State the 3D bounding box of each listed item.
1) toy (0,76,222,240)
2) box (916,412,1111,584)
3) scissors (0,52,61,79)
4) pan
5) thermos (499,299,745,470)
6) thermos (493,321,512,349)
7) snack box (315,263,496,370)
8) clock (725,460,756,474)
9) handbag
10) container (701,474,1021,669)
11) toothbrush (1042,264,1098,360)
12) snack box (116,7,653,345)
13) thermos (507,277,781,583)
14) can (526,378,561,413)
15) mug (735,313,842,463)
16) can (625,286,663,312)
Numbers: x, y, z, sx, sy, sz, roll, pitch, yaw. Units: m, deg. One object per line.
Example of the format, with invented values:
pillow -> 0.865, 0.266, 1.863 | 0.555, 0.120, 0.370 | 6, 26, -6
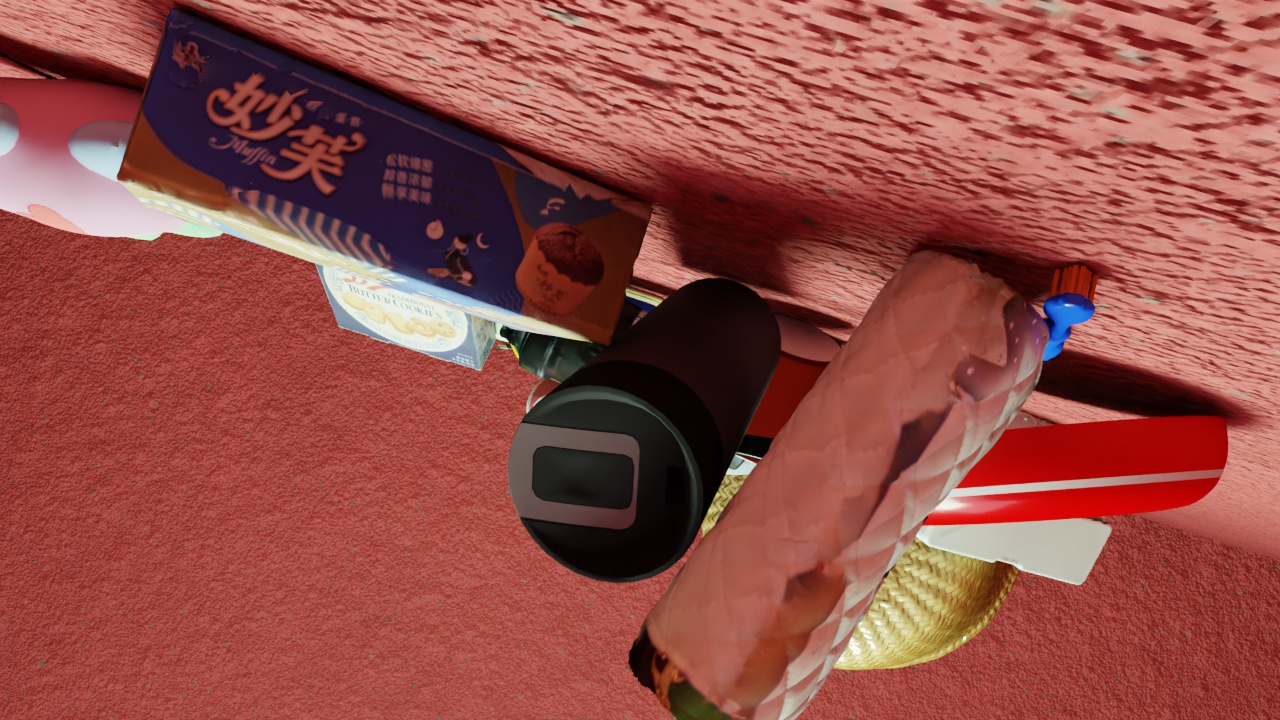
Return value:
toy -> -0.353, -0.126, 0.547 | 0.223, 0.120, 0.171 | 7, 176, 34
box -> 0.341, 0.119, 0.808 | 0.197, 0.134, 0.041 | 18, -174, -25
scissors -> -0.332, -0.164, 0.616 | 0.121, 0.012, 0.171 | 17, 174, 15
pan -> 0.156, 0.067, 0.552 | 0.356, 0.067, 0.209 | -5, 171, 2
thermos -> -0.004, 0.004, 0.732 | 0.221, 0.098, 0.098 | 29, 178, -1
thermos -> -0.166, -0.066, 0.864 | 0.231, 0.082, 0.082 | 17, 178, 8
snack box -> -0.201, -0.066, 0.782 | 0.144, 0.042, 0.145 | 17, 147, 10
clock -> 0.100, 0.038, 0.846 | 0.122, 0.159, 0.045 | 31, 147, 38
handbag -> 0.083, 0.056, 0.372 | 0.072, 0.195, 0.138 | 36, -176, 16
container -> 0.222, 0.166, 0.946 | 0.307, 0.307, 0.196 | 16, 175, 33
toothbrush -> 0.171, -0.014, 0.380 | 0.016, 0.018, 0.182 | 12, 179, 21
snack box -> -0.121, -0.073, 0.434 | 0.202, 0.069, 0.155 | 18, 177, -25
thermos -> 0.016, 0.019, 0.463 | 0.082, 0.082, 0.240 | 17, -161, 11
can -> -0.058, 0.052, 0.876 | 0.097, 0.054, 0.054 | 16, 178, 31
mug -> 0.080, 0.020, 0.623 | 0.105, 0.083, 0.073 | -5, -146, -40
can -> -0.023, -0.016, 0.835 | 0.056, 0.092, 0.116 | 17, 178, -4
